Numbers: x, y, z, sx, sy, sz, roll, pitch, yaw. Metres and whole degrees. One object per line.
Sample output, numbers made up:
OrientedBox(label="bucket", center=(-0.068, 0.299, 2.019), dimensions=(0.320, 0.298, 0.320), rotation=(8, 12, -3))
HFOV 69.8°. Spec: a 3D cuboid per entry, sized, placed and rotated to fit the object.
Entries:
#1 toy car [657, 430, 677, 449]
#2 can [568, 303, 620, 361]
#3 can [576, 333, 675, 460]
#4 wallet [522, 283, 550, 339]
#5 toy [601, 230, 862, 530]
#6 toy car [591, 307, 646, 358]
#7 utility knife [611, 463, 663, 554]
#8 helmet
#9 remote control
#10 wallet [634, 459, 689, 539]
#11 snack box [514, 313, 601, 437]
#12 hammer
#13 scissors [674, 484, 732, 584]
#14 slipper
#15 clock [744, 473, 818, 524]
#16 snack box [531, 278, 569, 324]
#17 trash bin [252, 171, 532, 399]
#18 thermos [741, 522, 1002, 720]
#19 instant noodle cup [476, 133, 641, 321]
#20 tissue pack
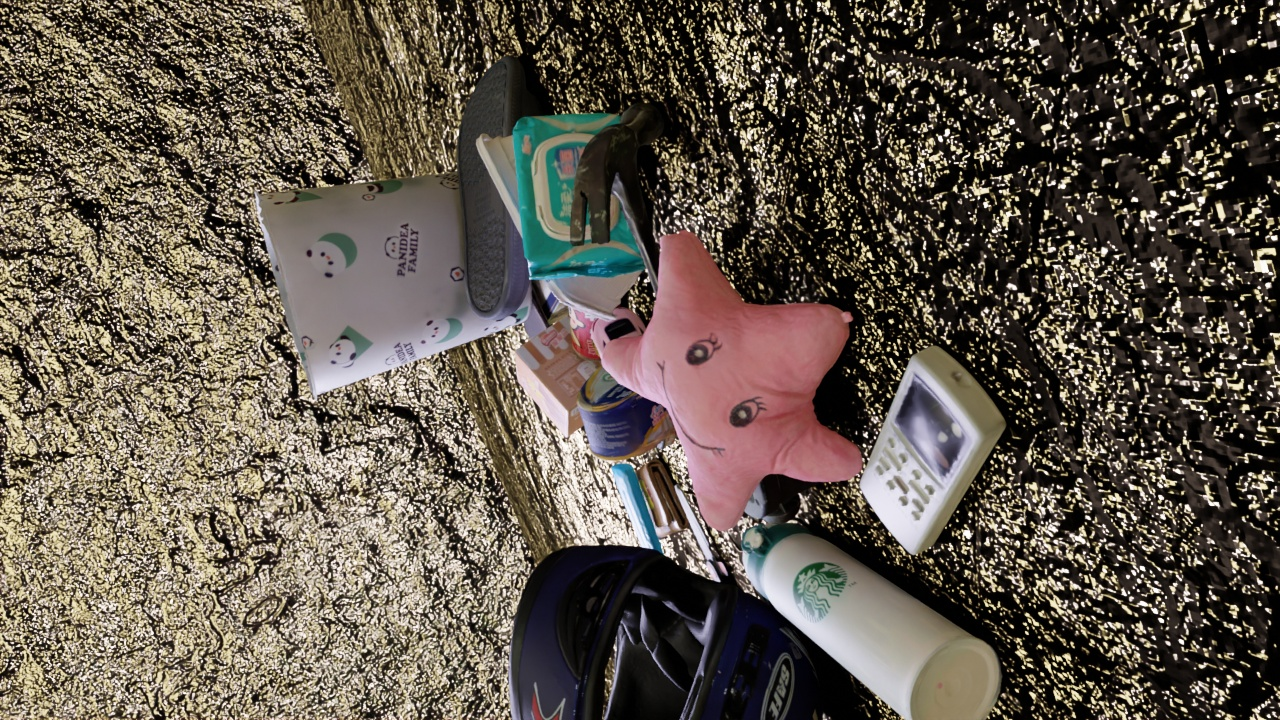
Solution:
OrientedBox(label="toy car", center=(0.010, 0.045, 0.935), dimensions=(0.090, 0.035, 0.042), rotation=(59, 161, 26))
OrientedBox(label="can", center=(-0.047, -0.057, 0.941), dimensions=(0.053, 0.053, 0.133), rotation=(57, 161, 29))
OrientedBox(label="can", center=(0.003, 0.024, 0.761), dimensions=(0.075, 0.147, 0.049), rotation=(0, 117, 31))
OrientedBox(label="wallet", center=(-0.124, -0.042, 1.116), dimensions=(0.122, 0.020, 0.096), rotation=(67, 164, -19))
OrientedBox(label="toy", center=(0.061, 0.004, 0.593), dimensions=(0.179, 0.074, 0.194), rotation=(-35, 84, 36))
OrientedBox(label="toy car", center=(-0.005, 0.005, 0.894), dimensions=(0.122, 0.056, 0.037), rotation=(63, 171, 10))
OrientedBox(label="utility knife", center=(0.011, 0.211, 1.072), dimensions=(0.034, 0.018, 0.194), rotation=(-26, 83, 56))
OrientedBox(label="helmet", center=(0.040, 0.307, 0.828), dimensions=(0.241, 0.246, 0.316), rotation=(5, 137, 22))
OrientedBox(label="remote control", center=(0.157, 0.055, 0.513), dimensions=(0.058, 0.021, 0.150), rotation=(56, 162, 31))
OrientedBox(label="wallet", center=(0.018, 0.167, 1.089), dimensions=(0.090, 0.033, 0.115), rotation=(65, 160, 8))
OrientedBox(label="snack box", center=(-0.075, 0.013, 1.027), dimensions=(0.094, 0.092, 0.077), rotation=(47, 159, 17))
OrientedBox(label="hammer", center=(0.027, -0.022, 0.703), dimensions=(0.032, 0.125, 0.323), rotation=(-2, 124, 32))
OrientedBox(label="scissors", center=(0.082, 0.242, 1.002), dimensions=(0.235, 0.021, 0.143), rotation=(58, 162, 24))
OrientedBox(label="slipper", center=(-0.130, -0.171, 0.940), dimensions=(0.111, 0.083, 0.268), rotation=(-9, 80, 49))
OrientedBox(label="clock", center=(0.091, 0.077, 0.690), dimensions=(0.082, 0.055, 0.122), rotation=(55, 161, 33))
OrientedBox(label="snack box", center=(-0.122, -0.144, 1.071), dimensions=(0.178, 0.045, 0.183), rotation=(65, 164, 2))
OrientedBox(label="trash bin", center=(-0.270, -0.100, 1.024), dimensions=(0.230, 0.251, 0.229), rotation=(-17, 90, 70))
OrientedBox(label="thermos", center=(0.142, 0.171, 0.635), dimensions=(0.224, 0.073, 0.073), rotation=(26, 137, 66))
OrientedBox(label="instant noodle cup", center=(-0.062, -0.127, 0.810), dimensions=(0.173, 0.060, 0.138), rotation=(61, -166, 15))
OrientedBox(label="tissue pack", center=(-0.048, -0.126, 0.720), dimensions=(0.050, 0.093, 0.133), rotation=(100, 163, -81))
